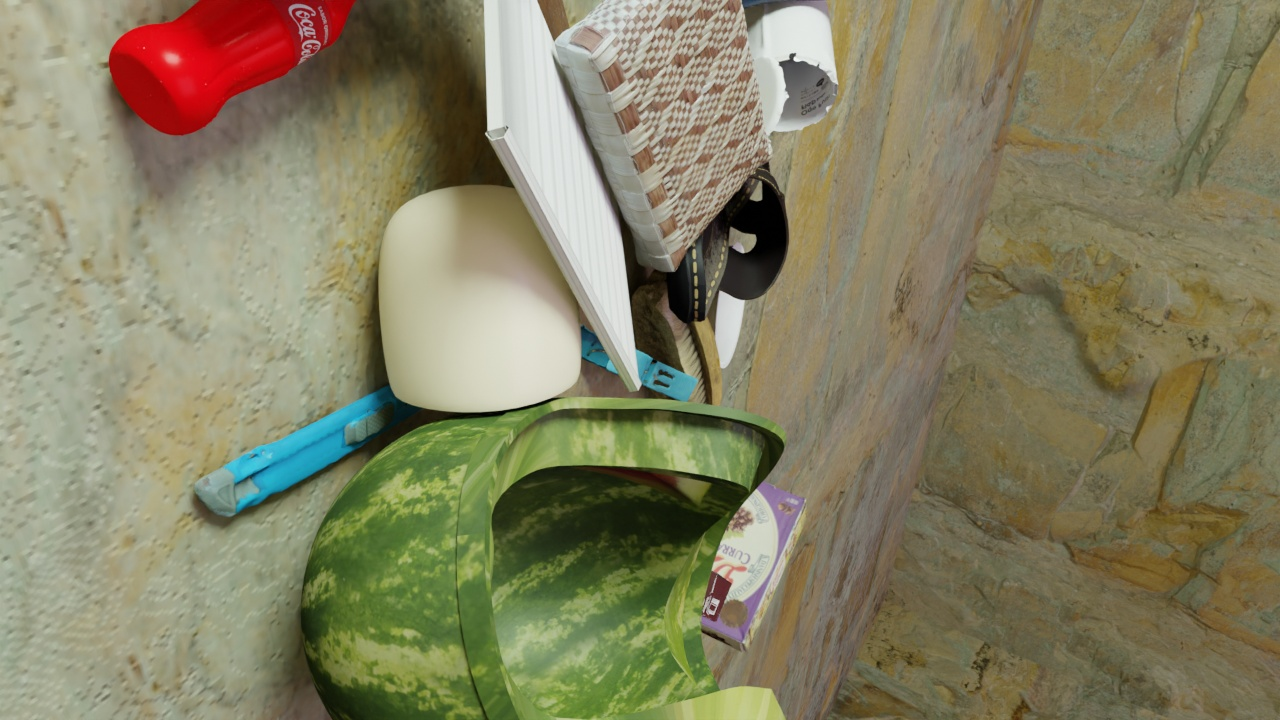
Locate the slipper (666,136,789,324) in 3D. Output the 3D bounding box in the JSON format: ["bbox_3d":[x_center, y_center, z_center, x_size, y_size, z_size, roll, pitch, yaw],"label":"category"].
[{"bbox_3d":[0.079,-0.118,0.713,0.267,0.076,0.113,-66,158,-51],"label":"slipper"}]

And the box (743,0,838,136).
[{"bbox_3d":[0.101,-0.210,0.682,0.092,0.083,0.165,23,51,-33],"label":"box"}]

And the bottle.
[{"bbox_3d":[-0.138,-0.127,0.343,0.118,0.036,0.036,-53,150,-36],"label":"bottle"}]

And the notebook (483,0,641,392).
[{"bbox_3d":[-0.035,-0.093,0.458,0.210,0.009,0.142,64,17,-58],"label":"notebook"}]

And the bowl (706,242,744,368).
[{"bbox_3d":[0.060,-0.050,0.806,0.109,0.041,0.110,9,89,-73],"label":"bowl"}]

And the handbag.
[{"bbox_3d":[0.021,-0.151,0.539,0.124,0.047,0.186,-50,149,-17],"label":"handbag"}]

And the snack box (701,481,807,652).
[{"bbox_3d":[0.062,0.173,0.856,0.147,0.143,0.040,-62,156,-21],"label":"snack box"}]

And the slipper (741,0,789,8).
[{"bbox_3d":[0.121,-0.302,0.632,0.267,0.083,0.111,-40,166,-26],"label":"slipper"}]

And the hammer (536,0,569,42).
[{"bbox_3d":[-0.054,-0.199,0.475,0.115,0.033,0.323,-53,151,-27],"label":"hammer"}]

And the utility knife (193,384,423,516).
[{"bbox_3d":[-0.141,0.028,0.480,0.204,0.015,0.031,-38,144,-53],"label":"utility knife"}]

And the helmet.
[{"bbox_3d":[-0.049,0.129,0.482,0.244,0.247,0.212,134,-41,-56],"label":"helmet"}]

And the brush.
[{"bbox_3d":[0.032,0.000,0.768,0.043,0.059,0.196,-47,145,-25],"label":"brush"}]

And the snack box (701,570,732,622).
[{"bbox_3d":[-0.005,0.154,0.703,0.031,0.141,0.051,-65,155,-13],"label":"snack box"}]

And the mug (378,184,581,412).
[{"bbox_3d":[-0.074,-0.040,0.467,0.119,0.096,0.100,-29,122,-56],"label":"mug"}]

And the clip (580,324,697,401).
[{"bbox_3d":[-0.021,-0.003,0.692,0.028,0.114,0.127,-70,162,-3],"label":"clip"}]
